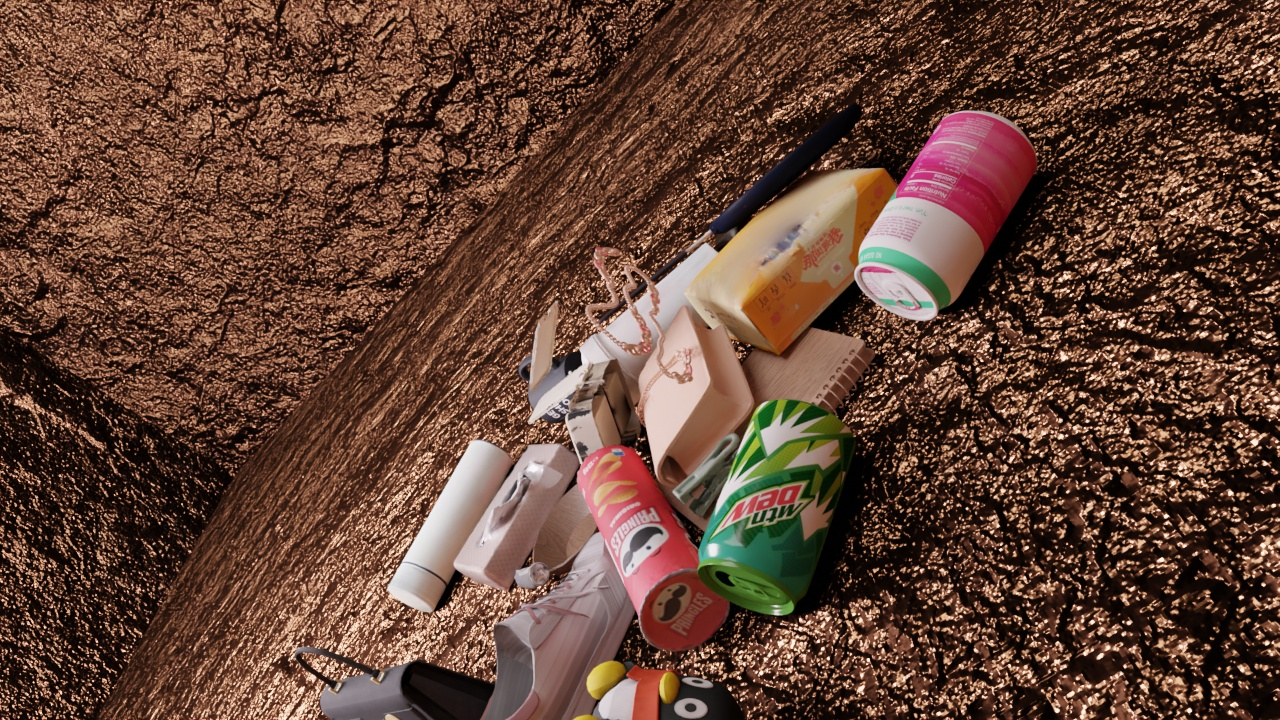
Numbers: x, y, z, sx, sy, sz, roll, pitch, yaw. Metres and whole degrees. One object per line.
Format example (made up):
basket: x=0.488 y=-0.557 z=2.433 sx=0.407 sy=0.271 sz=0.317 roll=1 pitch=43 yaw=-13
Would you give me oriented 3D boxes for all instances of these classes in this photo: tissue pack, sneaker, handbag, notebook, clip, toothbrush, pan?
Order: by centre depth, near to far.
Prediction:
clip: x=0.063 y=0.096 z=0.788 sx=0.076 sy=0.047 sz=0.023 roll=-48 pitch=22 yaw=-4
sneaker: x=-0.077 y=0.237 z=0.812 sx=0.099 sy=0.089 sz=0.235 roll=-26 pitch=32 yaw=46
notebook: x=0.108 y=0.060 z=0.835 sx=0.210 sy=0.022 sz=0.169 roll=-52 pitch=21 yaw=-5
handbag: x=-0.227 y=0.311 z=0.840 sx=0.176 sy=0.195 sz=0.072 roll=-28 pitch=31 yaw=43
handbag: x=-0.005 y=0.005 z=0.855 sx=0.117 sy=0.187 sz=0.198 roll=-53 pitch=23 yaw=23
toothbrush: x=-0.117 y=0.224 z=0.947 sx=0.186 sy=0.022 sz=0.024 roll=133 pitch=144 yaw=-71
pan: x=0.094 y=-0.150 z=0.982 sx=0.356 sy=0.021 sz=0.198 roll=-39 pitch=2 yaw=3
tissue pack: x=-0.149 y=0.175 z=1.088 sx=0.181 sy=0.071 sz=0.104 roll=-56 pitch=21 yaw=-24

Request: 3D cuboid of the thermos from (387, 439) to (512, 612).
thermos: x=-0.247 y=0.214 z=1.207 sx=0.068 sy=0.068 sz=0.229 roll=-20 pitch=37 yaw=51

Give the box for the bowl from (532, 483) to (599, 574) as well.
bowl: x=-0.063 y=0.178 z=0.960 sx=0.118 sy=0.030 sz=0.117 roll=-41 pitch=24 yaw=22

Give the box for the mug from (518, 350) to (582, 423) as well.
mug: x=-0.108 y=0.027 z=1.186 sx=0.078 sy=0.105 sz=0.071 roll=-31 pitch=34 yaw=39

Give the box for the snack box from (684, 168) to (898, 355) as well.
snack box: x=0.150 y=-0.109 z=0.911 sx=0.195 sy=0.080 sz=0.145 roll=-44 pitch=21 yaw=-7

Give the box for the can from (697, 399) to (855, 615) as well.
can: x=0.102 y=0.107 z=0.685 sx=0.083 sy=0.083 sz=0.143 roll=-19 pitch=37 yaw=52

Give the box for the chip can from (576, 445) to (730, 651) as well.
chip can: x=0.003 y=0.151 z=0.800 sx=0.073 sy=0.073 sz=0.233 roll=-48 pitch=25 yaw=5

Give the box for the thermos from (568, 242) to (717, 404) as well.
thermos: x=0.022 y=-0.035 z=1.072 sx=0.220 sy=0.099 sz=0.099 roll=-42 pitch=22 yaw=5

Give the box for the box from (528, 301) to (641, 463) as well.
box: x=-0.084 y=0.031 z=0.961 sx=0.101 sy=0.194 sz=0.143 roll=-14 pitch=18 yaw=14

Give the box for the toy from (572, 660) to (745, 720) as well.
toy: x=0.024 y=0.250 z=0.599 sx=0.119 sy=0.100 sz=0.097 roll=-16 pitch=13 yaw=18

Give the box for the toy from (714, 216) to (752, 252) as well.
toy: x=0.135 y=-0.153 z=1.080 sx=0.100 sy=0.062 sz=0.076 roll=-31 pitch=-10 yaw=24

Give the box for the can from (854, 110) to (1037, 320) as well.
can: x=0.251 y=-0.120 z=0.756 sx=0.165 sy=0.088 sz=0.088 roll=-55 pitch=22 yaw=-12
